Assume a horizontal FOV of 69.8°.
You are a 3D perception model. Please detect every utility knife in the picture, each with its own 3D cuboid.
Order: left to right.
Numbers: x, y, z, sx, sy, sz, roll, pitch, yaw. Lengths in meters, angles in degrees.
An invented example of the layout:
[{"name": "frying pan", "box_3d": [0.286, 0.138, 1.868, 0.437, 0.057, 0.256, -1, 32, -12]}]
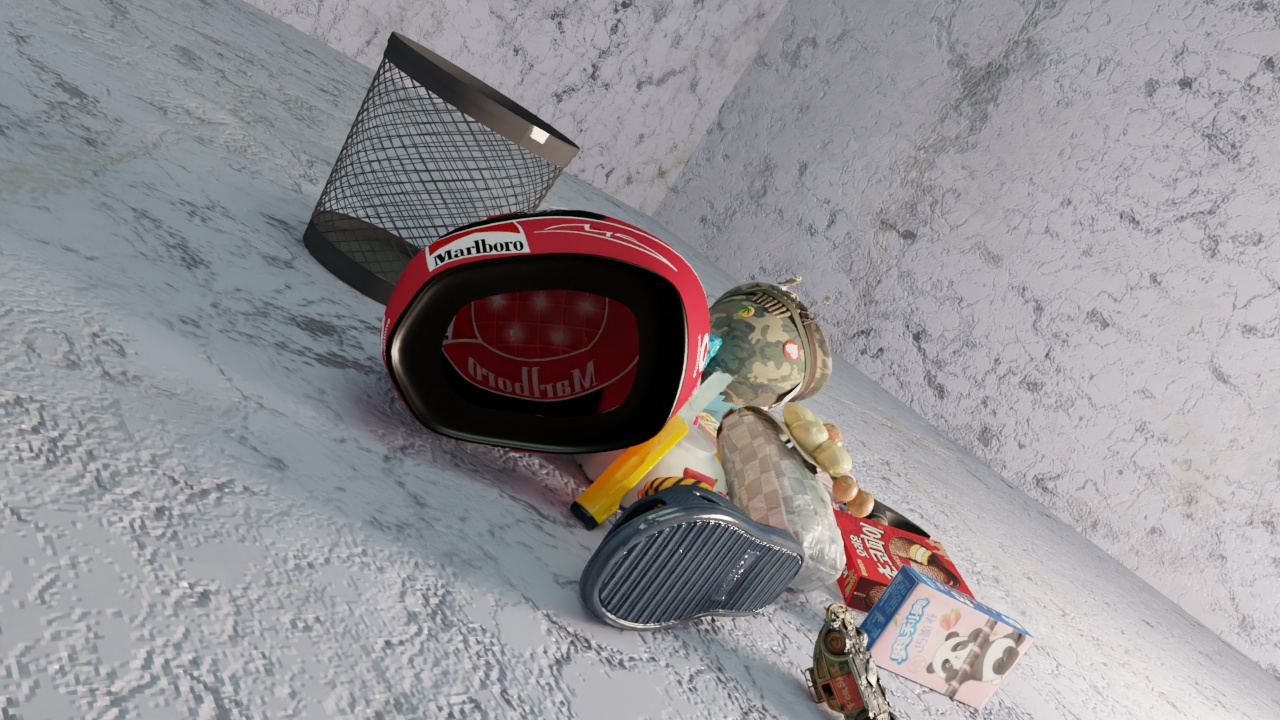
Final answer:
[{"name": "utility knife", "box_3d": [0.018, 0.069, 0.791, 0.030, 0.019, 0.227, 45, 53, 5]}]

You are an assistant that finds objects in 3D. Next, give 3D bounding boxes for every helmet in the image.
[{"name": "helmet", "box_3d": [-0.078, -0.028, 0.767, 0.270, 0.198, 0.224, 3, 14, -17]}, {"name": "helmet", "box_3d": [0.193, -0.020, 1.421, 0.224, 0.193, 0.235, 15, 31, 22]}]

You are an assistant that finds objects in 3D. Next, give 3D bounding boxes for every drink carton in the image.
[{"name": "drink carton", "box_3d": [0.085, 0.103, 1.054, 0.058, 0.041, 0.122, 18, 18, -50]}]

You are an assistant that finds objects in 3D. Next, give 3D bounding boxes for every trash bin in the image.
[{"name": "trash bin", "box_3d": [-0.216, -0.184, 0.969, 0.217, 0.227, 0.217, 31, 12, -8]}]

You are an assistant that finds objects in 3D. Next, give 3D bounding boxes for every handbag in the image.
[{"name": "handbag", "box_3d": [0.150, 0.126, 0.865, 0.112, 0.124, 0.171, 36, 33, -46]}]

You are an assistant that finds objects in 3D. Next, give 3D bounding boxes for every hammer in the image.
[{"name": "hammer", "box_3d": [0.313, 0.242, 1.112, 0.132, 0.040, 0.305, 28, 13, -6]}]

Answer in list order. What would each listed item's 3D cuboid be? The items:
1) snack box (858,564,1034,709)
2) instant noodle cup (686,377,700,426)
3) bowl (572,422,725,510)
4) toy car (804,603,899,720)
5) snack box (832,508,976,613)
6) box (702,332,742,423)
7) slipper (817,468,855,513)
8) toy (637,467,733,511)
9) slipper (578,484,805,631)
[{"name": "snack box", "box_3d": [0.276, 0.254, 0.836, 0.154, 0.088, 0.033, 29, 10, -21]}, {"name": "instant noodle cup", "box_3d": [-0.006, 0.006, 1.016, 0.178, 0.078, 0.178, 17, 22, -7]}, {"name": "bowl", "box_3d": [0.018, 0.091, 0.858, 0.153, 0.073, 0.153, 31, 11, -7]}, {"name": "toy car", "box_3d": [0.151, 0.239, 0.679, 0.047, 0.047, 0.111, 15, 50, -53]}, {"name": "snack box", "box_3d": [0.272, 0.225, 0.975, 0.132, 0.036, 0.152, 18, 16, -4]}, {"name": "box", "box_3d": [0.089, 0.032, 1.219, 0.117, 0.097, 0.226, 34, 12, 10]}, {"name": "slipper", "box_3d": [0.223, 0.151, 1.163, 0.094, 0.064, 0.239, 33, 11, 1]}, {"name": "toy", "box_3d": [0.037, 0.121, 0.746, 0.084, 0.046, 0.103, 2, -35, 24]}, {"name": "slipper", "box_3d": [0.036, 0.134, 0.675, 0.082, 0.101, 0.263, 43, 12, 35]}]
